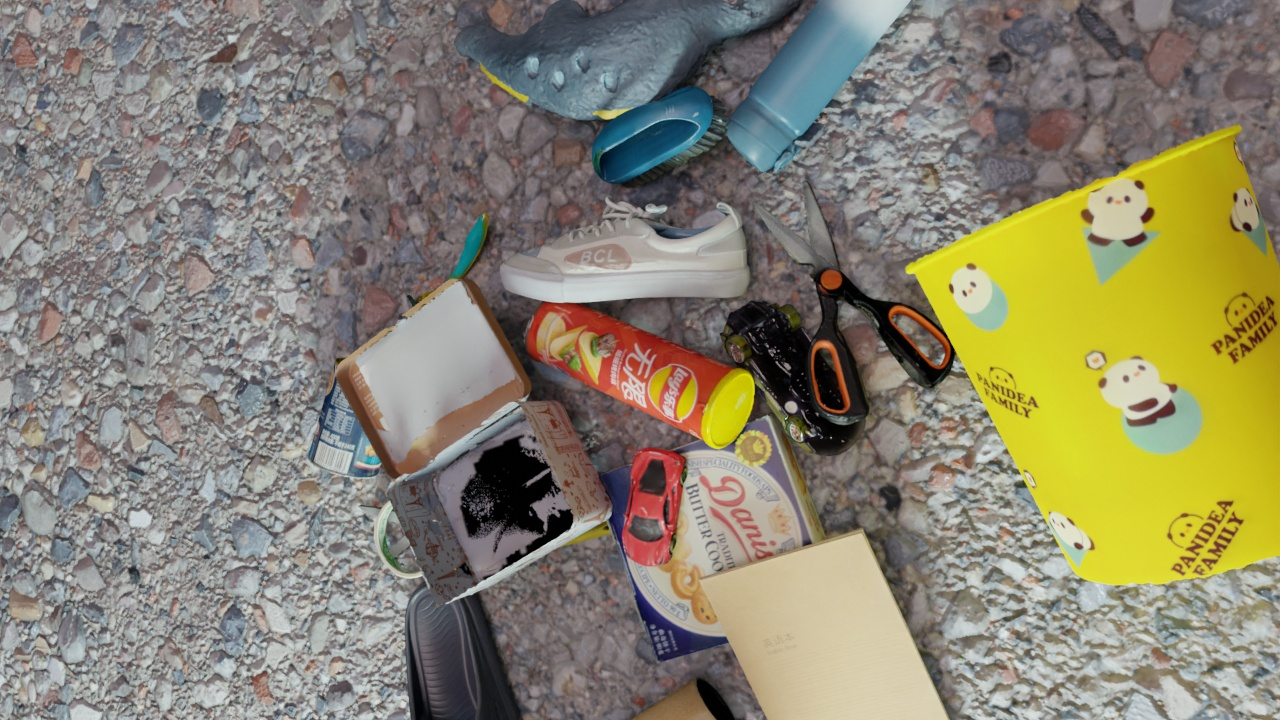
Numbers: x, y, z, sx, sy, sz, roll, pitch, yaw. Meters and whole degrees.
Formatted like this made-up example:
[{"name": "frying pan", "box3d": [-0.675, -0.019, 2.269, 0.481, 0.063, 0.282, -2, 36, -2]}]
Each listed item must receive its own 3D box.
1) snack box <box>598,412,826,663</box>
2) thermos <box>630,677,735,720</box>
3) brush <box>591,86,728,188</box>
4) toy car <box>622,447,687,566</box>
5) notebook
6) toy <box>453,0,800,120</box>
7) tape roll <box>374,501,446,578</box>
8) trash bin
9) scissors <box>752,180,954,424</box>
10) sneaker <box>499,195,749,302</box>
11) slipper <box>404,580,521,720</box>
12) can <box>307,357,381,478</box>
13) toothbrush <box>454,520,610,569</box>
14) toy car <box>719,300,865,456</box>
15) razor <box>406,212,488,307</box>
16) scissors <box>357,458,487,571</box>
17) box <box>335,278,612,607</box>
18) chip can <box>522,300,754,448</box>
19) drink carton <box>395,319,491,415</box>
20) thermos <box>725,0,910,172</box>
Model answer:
[{"name": "snack box", "box3d": [0.070, 0.160, 0.835, 0.183, 0.045, 0.178, -22, 81, 19]}, {"name": "thermos", "box3d": [0.016, 0.357, 0.834, 0.143, 0.093, 0.093, -41, 76, 6]}, {"name": "brush", "box3d": [0.006, -0.203, 0.829, 0.144, 0.073, 0.055, -19, 73, 43]}, {"name": "toy car", "box3d": [0.011, 0.132, 0.818, 0.049, 0.031, 0.106, 10, 93, 22]}, {"name": "notebook", "box3d": [0.160, 0.256, 0.783, 0.150, 0.012, 0.211, -22, 101, 20]}, {"name": "toy", "box3d": [-0.027, -0.292, 0.863, 0.357, 0.091, 0.137, -4, 60, 19]}, {"name": "tape roll", "box3d": [-0.240, 0.183, 0.956, 0.086, 0.013, 0.086, 1, 91, 26]}, {"name": "trash bin", "box3d": [0.347, 0.003, 0.650, 0.230, 0.229, 0.255, -23, 87, 18]}, {"name": "scissors", "box3d": [0.184, -0.053, 0.802, 0.204, 0.022, 0.224, 7, 75, 6]}, {"name": "sneaker", "box3d": [-0.021, -0.105, 0.846, 0.242, 0.089, 0.091, 1, 105, 17]}, {"name": "slipper", "box3d": [-0.188, 0.352, 0.910, 0.111, 0.083, 0.268, -20, 81, 21]}, {"name": "can", "box3d": [-0.296, 0.061, 0.957, 0.075, 0.075, 0.111, 21, 97, 19]}, {"name": "toothbrush", "box3d": [-0.112, 0.186, 0.906, 0.190, 0.016, 0.015, -16, 85, 13]}, {"name": "toy car", "box3d": [0.133, 0.016, 0.808, 0.070, 0.042, 0.158, -30, 76, -18]}, {"name": "razor", "box3d": [-0.192, -0.097, 0.946, 0.133, 0.028, 0.043, -51, 43, 15]}, {"name": "scissors", "box3d": [-0.223, 0.169, 0.961, 0.181, 0.014, 0.159, 22, 97, 21]}, {"name": "box", "box3d": [-0.164, 0.073, 0.862, 0.177, 0.082, 0.260, -33, 78, 20]}, {"name": "chip can", "box3d": [-0.005, 0.005, 0.830, 0.217, 0.073, 0.073, 25, 98, 31]}, {"name": "drink carton", "box3d": [-0.205, 0.009, 0.939, 0.122, 0.045, 0.053, 32, 99, 18]}, {"name": "thermos", "box3d": [0.160, -0.266, 0.799, 0.070, 0.070, 0.221, 42, 103, 16]}]
